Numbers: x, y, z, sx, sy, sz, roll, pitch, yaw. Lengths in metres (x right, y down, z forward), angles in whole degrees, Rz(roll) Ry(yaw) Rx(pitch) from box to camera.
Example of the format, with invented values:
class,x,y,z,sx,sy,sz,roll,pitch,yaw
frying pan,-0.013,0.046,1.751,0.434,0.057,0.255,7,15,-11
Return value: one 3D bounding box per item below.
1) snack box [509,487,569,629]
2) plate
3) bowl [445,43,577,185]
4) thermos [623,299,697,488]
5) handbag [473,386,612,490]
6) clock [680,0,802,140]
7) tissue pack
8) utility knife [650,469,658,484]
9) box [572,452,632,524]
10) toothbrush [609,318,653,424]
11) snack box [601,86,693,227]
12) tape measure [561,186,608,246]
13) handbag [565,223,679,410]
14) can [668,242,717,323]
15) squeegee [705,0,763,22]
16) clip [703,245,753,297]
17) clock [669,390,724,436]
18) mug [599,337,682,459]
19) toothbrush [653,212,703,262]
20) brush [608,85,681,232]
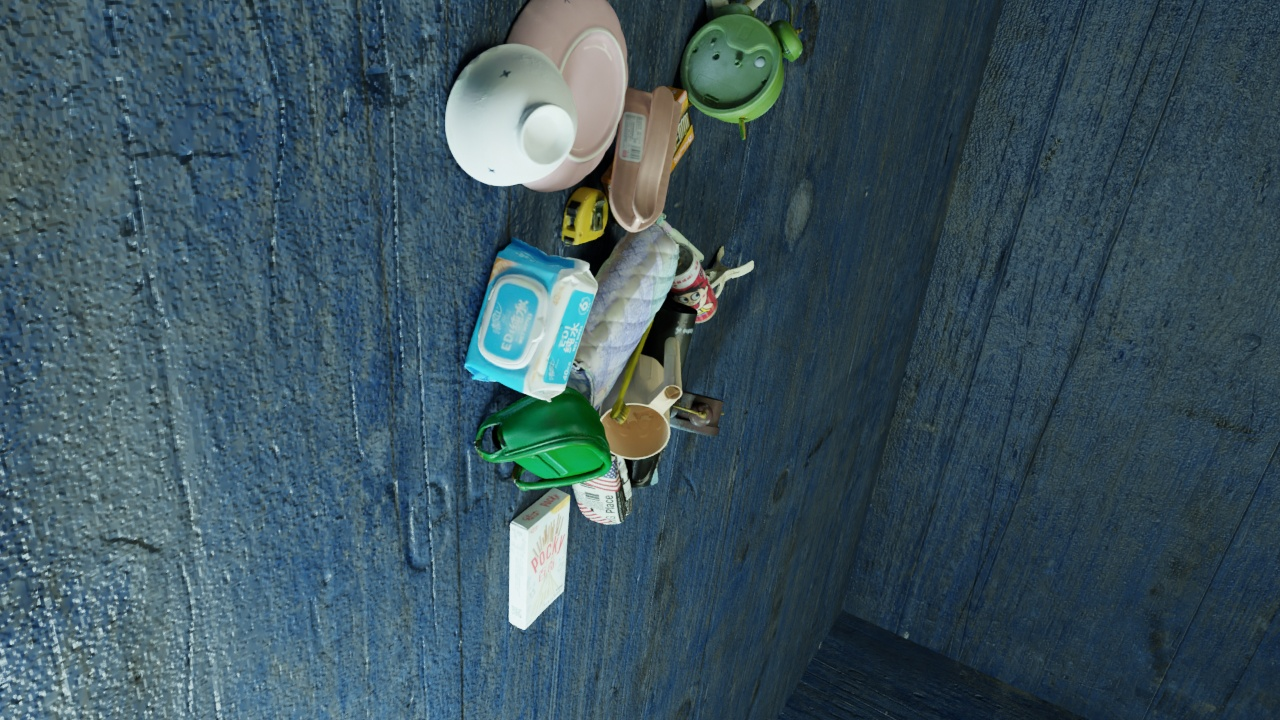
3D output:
class,x,y,z,sx,sy,sz,roll,pitch,yaw
snack box,-0.122,0.239,1.103,0.084,0.027,0.157,-36,140,-50
plate,-0.061,-0.248,0.850,0.191,0.039,0.193,-44,145,-44
bowl,-0.092,-0.192,0.750,0.118,0.065,0.118,-22,129,-30
thermos,0.018,0.042,1.196,0.089,0.068,0.243,-11,119,-54
handbag,-0.096,0.089,0.953,0.131,0.120,0.068,53,17,-63
clock,0.116,-0.343,1.044,0.161,0.116,0.056,-61,158,7
tissue pack,-0.104,-0.037,0.858,0.063,0.090,0.140,8,101,-65
utility knife,0.011,0.124,1.314,0.030,0.019,0.178,-46,151,-32
box,-0.052,0.156,1.139,0.077,0.075,0.164,-46,149,-31
toothbrush,-0.006,0.006,1.057,0.016,0.016,0.189,-38,-159,35
snack box,0.011,-0.227,1.028,0.153,0.026,0.075,-58,154,-24
tape measure,-0.054,-0.149,0.951,0.059,0.029,0.057,-29,133,-56
handbag,-0.033,-0.046,1.004,0.193,0.075,0.134,-59,173,-25
can,0.061,-0.100,1.194,0.053,0.053,0.133,-64,155,-14
squeegee,0.155,-0.473,1.127,0.246,0.039,0.247,-58,153,-26
clip,0.111,-0.117,1.297,0.097,0.060,0.034,-44,146,-25
clock,0.074,0.075,1.318,0.121,0.082,0.055,15,90,-66
mug,0.005,0.039,1.081,0.125,0.084,0.103,-48,-158,28
toothbrush,0.048,-0.154,1.170,0.189,0.029,0.020,24,46,-67
brush,0.003,-0.202,0.935,0.073,0.063,0.145,169,-68,-69
